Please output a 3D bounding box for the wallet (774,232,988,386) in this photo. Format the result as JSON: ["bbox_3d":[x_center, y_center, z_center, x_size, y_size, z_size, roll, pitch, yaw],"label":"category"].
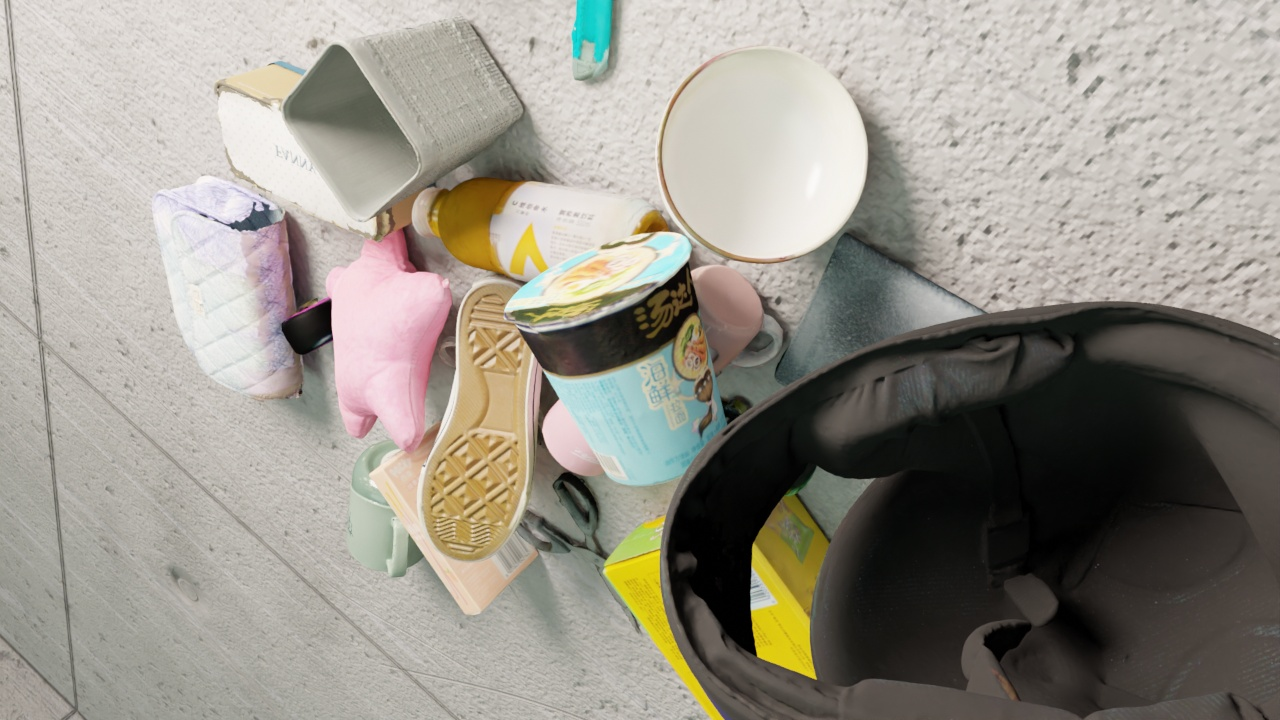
[{"bbox_3d":[0.142,-0.007,0.560,0.097,0.019,0.121,34,134,16],"label":"wallet"}]

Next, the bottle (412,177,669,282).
[{"bbox_3d":[-0.074,-0.087,0.625,0.190,0.067,0.068,14,125,28],"label":"bottle"}]

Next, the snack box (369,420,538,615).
[{"bbox_3d":[-0.165,0.140,0.827,0.026,0.084,0.157,-22,104,45],"label":"snack box"}]

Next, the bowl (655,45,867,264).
[{"bbox_3d":[0.061,-0.109,0.507,0.113,0.113,0.062,55,176,-7],"label":"bowl"}]

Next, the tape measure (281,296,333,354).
[{"bbox_3d":[-0.291,-0.033,0.822,0.058,0.056,0.039,-12,110,49],"label":"tape measure"}]

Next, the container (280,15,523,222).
[{"bbox_3d":[-0.149,-0.162,0.598,0.090,0.114,0.090,-24,102,42],"label":"container"}]

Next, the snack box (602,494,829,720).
[{"bbox_3d":[0.092,0.203,0.695,0.158,0.069,0.210,-29,99,44],"label":"snack box"}]

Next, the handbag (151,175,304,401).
[{"bbox_3d":[-0.378,-0.064,0.851,0.134,0.075,0.194,23,130,21],"label":"handbag"}]

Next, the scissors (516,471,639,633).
[{"bbox_3d":[-0.040,0.169,0.809,0.181,0.014,0.160,18,129,22],"label":"scissors"}]

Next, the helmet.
[{"bbox_3d":[0.186,0.118,0.439,0.316,0.246,0.240,-10,145,13],"label":"helmet"}]

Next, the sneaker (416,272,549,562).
[{"bbox_3d":[-0.117,0.042,0.729,0.118,0.087,0.241,12,107,3],"label":"sneaker"}]

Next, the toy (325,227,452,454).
[{"bbox_3d":[-0.200,-0.018,0.732,0.179,0.074,0.194,-27,69,44],"label":"toy"}]

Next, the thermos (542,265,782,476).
[{"bbox_3d":[0.013,0.014,0.638,0.087,0.067,0.199,24,137,-22],"label":"thermos"}]

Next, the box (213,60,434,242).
[{"bbox_3d":[-0.236,-0.159,0.699,0.184,0.063,0.090,26,131,17],"label":"box"}]

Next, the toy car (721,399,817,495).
[{"bbox_3d":[0.078,0.061,0.631,0.091,0.043,0.036,27,147,29],"label":"toy car"}]

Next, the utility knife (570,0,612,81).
[{"bbox_3d":[-0.026,-0.253,0.521,0.029,0.013,0.197,22,129,22],"label":"utility knife"}]

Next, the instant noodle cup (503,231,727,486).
[{"bbox_3d":[-0.003,0.003,0.528,0.111,0.111,0.120,-4,120,37],"label":"instant noodle cup"}]

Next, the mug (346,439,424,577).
[{"bbox_3d":[-0.231,0.144,0.862,0.111,0.082,0.107,-112,32,-45],"label":"mug"}]
